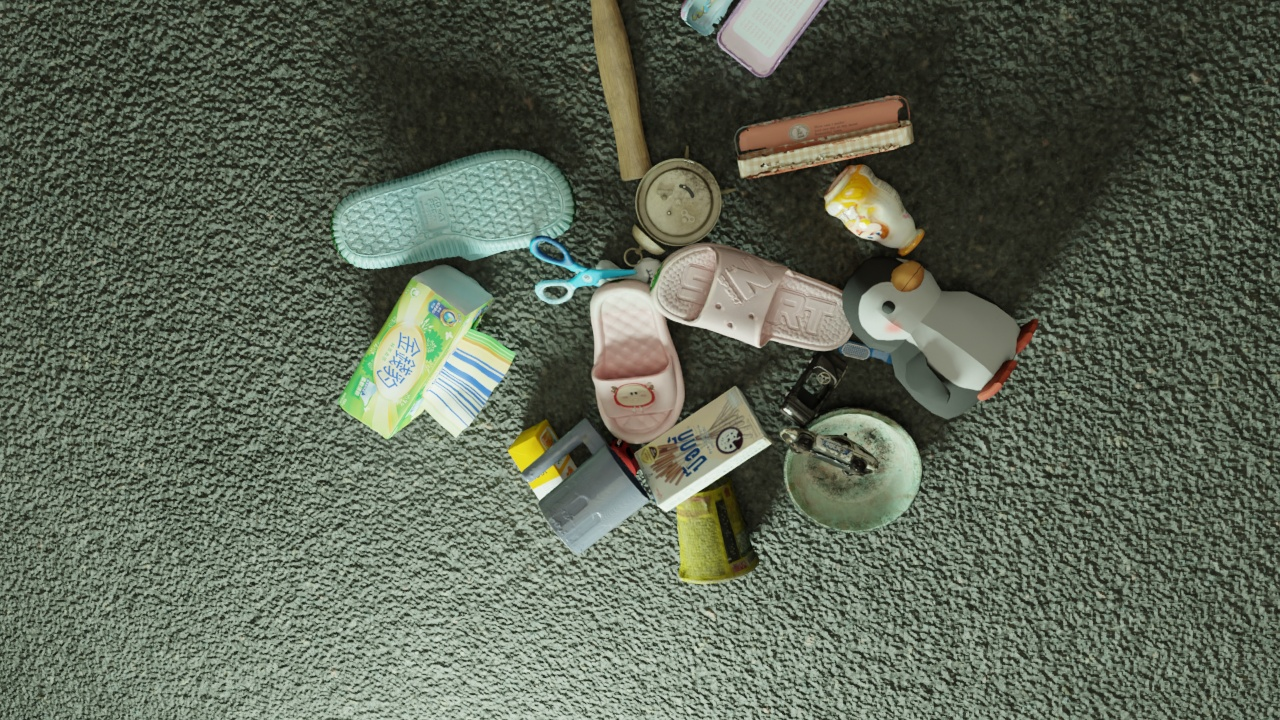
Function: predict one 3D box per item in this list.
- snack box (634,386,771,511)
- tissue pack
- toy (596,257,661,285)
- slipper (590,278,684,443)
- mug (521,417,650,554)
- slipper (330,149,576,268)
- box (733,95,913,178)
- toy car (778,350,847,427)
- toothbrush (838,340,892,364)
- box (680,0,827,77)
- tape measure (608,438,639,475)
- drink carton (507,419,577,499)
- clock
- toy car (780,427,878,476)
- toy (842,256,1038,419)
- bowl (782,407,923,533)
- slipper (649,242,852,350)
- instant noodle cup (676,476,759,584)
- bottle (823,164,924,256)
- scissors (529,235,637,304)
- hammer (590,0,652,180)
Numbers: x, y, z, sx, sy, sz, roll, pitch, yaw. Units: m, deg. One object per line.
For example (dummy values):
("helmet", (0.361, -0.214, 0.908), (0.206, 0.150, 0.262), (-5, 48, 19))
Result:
("snack box", (0.071, 0.103, 1.072), (0.150, 0.082, 0.026), (-35, 141, 12))
("tissue pack", (-0.237, 0.005, 1.084), (0.141, 0.120, 0.198), (36, 115, -1))
("toy", (0.009, -0.082, 1.052), (0.125, 0.037, 0.076), (-1, 111, 14))
("slipper", (-0.006, 0.006, 1.056), (0.107, 0.055, 0.222), (-3, 123, 7))
("mug", (-0.066, 0.145, 1.065), (0.104, 0.084, 0.124), (-39, 77, 1))
("slipper", (-0.212, -0.168, 1.045), (0.276, 0.069, 0.116), (-12, 101, -2))
("box", (0.192, -0.235, 0.967), (0.187, 0.054, 0.076), (-10, 73, 11))
("toy car", (0.198, 0.030, 1.042), (0.040, 0.037, 0.092), (38, 76, -2))
("toothbrush", (0.308, 0.003, 1.042), (0.166, 0.014, 0.016), (14, 109, 4))
("box", (0.141, -0.406, 0.918), (0.140, 0.062, 0.214), (24, 114, -36))
("tape measure", (-0.026, 0.126, 1.121), (0.051, 0.019, 0.059), (40, 131, -11))
("drink carton", (-0.107, 0.142, 1.129), (0.040, 0.058, 0.122), (-28, 101, 16))
("clock", (0.032, -0.160, 1.016), (0.093, 0.054, 0.141), (42, 102, 1))
("toy car", (0.212, 0.097, 1.029), (0.113, 0.048, 0.040), (22, 77, 2))
("toy", (0.297, -0.032, 0.985), (0.184, 0.158, 0.140), (39, 146, 7))
("bowl", (0.247, 0.123, 1.076), (0.157, 0.038, 0.157), (3, 107, 8))
("slipper", (0.131, -0.063, 0.993), (0.239, 0.064, 0.094), (13, 103, -13))
("instant noodle cup", (0.084, 0.201, 1.103), (0.102, 0.102, 0.108), (-10, 96, 12))
("bottle", (0.250, -0.158, 0.978), (0.109, 0.063, 0.063), (38, 109, -5))
("scissors", (-0.066, -0.104, 1.026), (0.141, 0.013, 0.113), (-2, 131, 25))
("hammer", (-0.027, -0.348, 0.979), (0.132, 0.040, 0.305), (-7, 106, 15))
